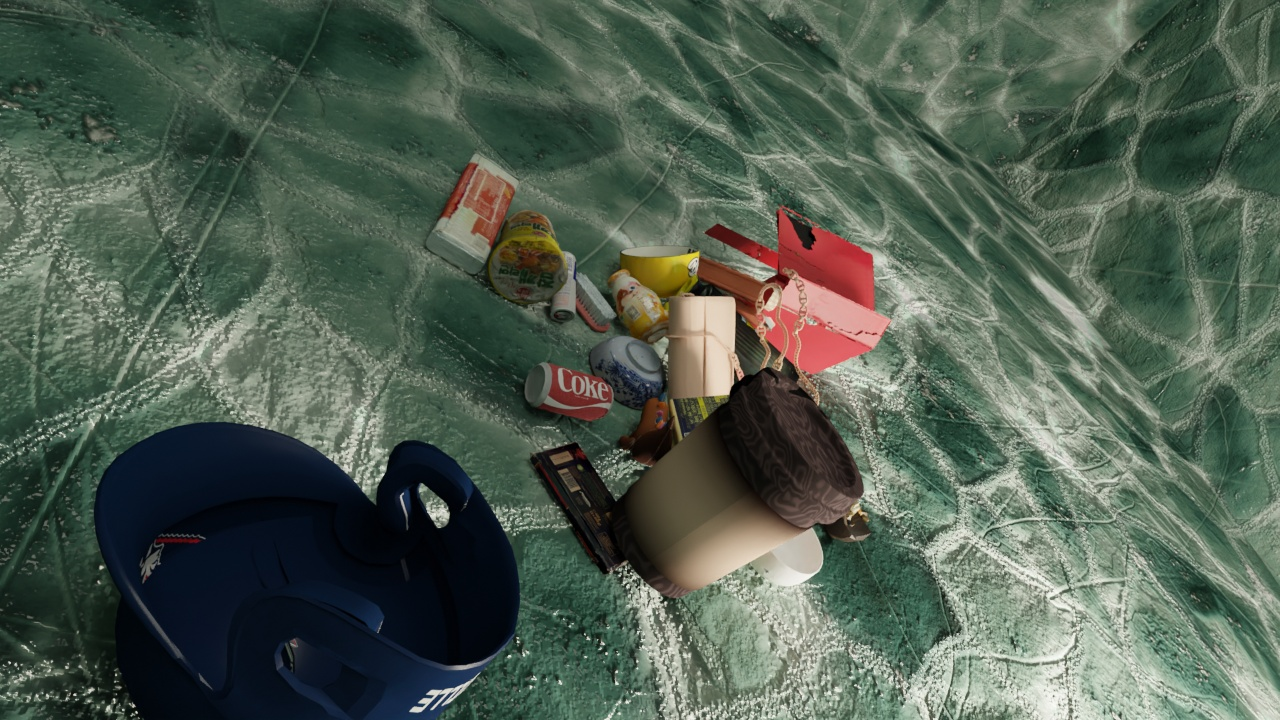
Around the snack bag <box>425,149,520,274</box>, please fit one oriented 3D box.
[{"bbox_3d":[-0.219,-0.200,1.219,0.077,0.041,0.224,32,33,-17],"label":"snack bag"}]

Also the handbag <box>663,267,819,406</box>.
[{"bbox_3d":[0.124,-0.020,1.186,0.116,0.187,0.199,-6,98,-60],"label":"handbag"}]

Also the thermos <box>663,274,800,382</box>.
[{"bbox_3d":[0.131,-0.024,1.340,0.221,0.098,0.098,38,33,-18],"label":"thermos"}]

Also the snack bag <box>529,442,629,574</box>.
[{"bbox_3d":[-0.055,0.158,1.004,0.074,0.018,0.155,-11,61,-53],"label":"snack bag"}]

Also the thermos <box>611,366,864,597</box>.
[{"bbox_3d":[0.094,0.138,0.970,0.172,0.227,0.172,41,24,-23],"label":"thermos"}]

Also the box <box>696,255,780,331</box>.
[{"bbox_3d":[0.140,-0.103,1.377,0.054,0.079,0.187,-23,33,-27],"label":"box"}]

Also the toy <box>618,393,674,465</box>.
[{"bbox_3d":[0.022,0.075,1.104,0.070,0.103,0.090,20,50,-13],"label":"toy"}]

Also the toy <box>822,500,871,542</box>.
[{"bbox_3d":[0.287,0.215,1.264,0.076,0.063,0.100,35,23,23],"label":"toy"}]

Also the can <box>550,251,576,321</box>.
[{"bbox_3d":[-0.102,-0.098,1.212,0.032,0.032,0.095,19,55,-32],"label":"can"}]

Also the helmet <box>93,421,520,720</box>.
[{"bbox_3d":[-0.243,0.157,0.620,0.272,0.223,0.231,49,18,-8],"label":"helmet"}]

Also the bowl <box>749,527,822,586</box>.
[{"bbox_3d":[0.168,0.229,1.126,0.105,0.054,0.104,29,36,-24],"label":"bowl"}]

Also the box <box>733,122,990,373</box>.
[{"bbox_3d":[0.318,-0.137,1.375,0.211,0.411,0.107,21,36,-28],"label":"box"}]

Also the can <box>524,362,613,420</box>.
[{"bbox_3d":[-0.083,0.038,1.078,0.096,0.054,0.054,17,41,-34],"label":"can"}]

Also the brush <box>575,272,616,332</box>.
[{"bbox_3d":[-0.093,-0.112,1.259,0.172,0.030,0.040,52,34,14],"label":"brush"}]

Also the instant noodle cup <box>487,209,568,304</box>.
[{"bbox_3d":[-0.145,-0.141,1.186,0.102,0.102,0.108,27,28,-23],"label":"instant noodle cup"}]

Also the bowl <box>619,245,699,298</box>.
[{"bbox_3d":[0.028,-0.129,1.353,0.117,0.068,0.117,-1,15,0],"label":"bowl"}]

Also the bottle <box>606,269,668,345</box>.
[{"bbox_3d":[-0.004,-0.076,1.280,0.063,0.063,0.109,-9,61,-51],"label":"bottle"}]

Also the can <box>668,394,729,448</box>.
[{"bbox_3d":[0.093,0.097,1.116,0.104,0.075,0.135,-5,25,-3],"label":"can"}]

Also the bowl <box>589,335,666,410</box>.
[{"bbox_3d":[-0.007,0.007,1.200,0.114,0.045,0.114,27,36,-22],"label":"bowl"}]
